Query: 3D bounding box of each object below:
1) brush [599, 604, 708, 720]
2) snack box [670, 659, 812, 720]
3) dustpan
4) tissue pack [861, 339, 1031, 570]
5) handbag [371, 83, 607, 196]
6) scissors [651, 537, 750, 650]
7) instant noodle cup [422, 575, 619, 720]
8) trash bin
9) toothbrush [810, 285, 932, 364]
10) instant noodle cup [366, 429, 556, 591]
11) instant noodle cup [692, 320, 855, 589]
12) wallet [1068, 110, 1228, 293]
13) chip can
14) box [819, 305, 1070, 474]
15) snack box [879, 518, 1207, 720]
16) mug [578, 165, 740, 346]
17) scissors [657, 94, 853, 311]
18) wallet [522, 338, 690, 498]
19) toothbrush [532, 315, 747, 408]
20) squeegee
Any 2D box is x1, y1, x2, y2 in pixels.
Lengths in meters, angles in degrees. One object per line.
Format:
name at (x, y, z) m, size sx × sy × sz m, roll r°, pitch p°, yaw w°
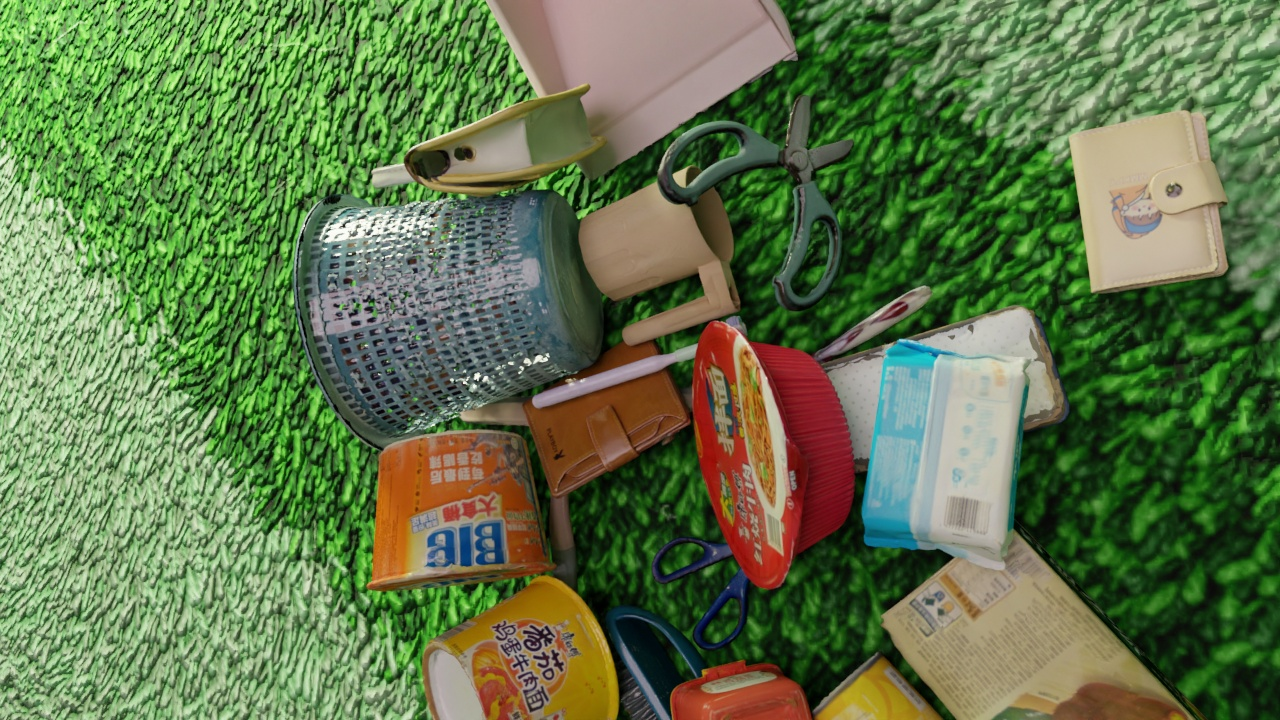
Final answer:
brush at (0.020, 0.255, 0.726) m, size 0.074 × 0.055 × 0.144 m, roll -42°, pitch 67°, yaw 18°
snack box at (0.075, 0.261, 0.658) m, size 0.091 × 0.080 × 0.082 m, roll -9°, pitch 77°, yaw -14°
dustpan at (-0.035, -0.326, 0.777) m, size 0.223 × 0.138 × 0.273 m, roll -31°, pitch 71°, yaw 21°
tissue pack at (0.197, 0.058, 0.591) m, size 0.090 × 0.063 × 0.140 m, roll 7°, pitch 87°, yaw 28°
handbag at (-0.130, -0.171, 0.766) m, size 0.179 × 0.163 × 0.063 m, roll -12°, pitch 106°, yaw 21°
scissors at (0.085, 0.161, 0.729) m, size 0.166 × 0.012 × 0.157 m, roll -5°, pitch 80°, yaw 25°
instant noodle cup at (-0.100, 0.254, 0.726) m, size 0.138 × 0.109 × 0.138 m, roll 22°, pitch 118°, yaw 47°
trash bin at (-0.142, -0.049, 0.773) m, size 0.195 × 0.226 × 0.226 m, roll -11°, pitch 79°, yaw 13°
toothbrush at (0.143, -0.005, 0.716) m, size 0.188 × 0.017 × 0.016 m, roll -34°, pitch 70°, yaw 20°
instant noodle cup at (-0.149, 0.124, 0.751) m, size 0.152 × 0.151 × 0.111 m, roll -15°, pitch 72°, yaw 25°
instant noodle cup at (0.096, 0.063, 0.658) m, size 0.065 × 0.194 × 0.193 m, roll -9°, pitch 77°, yaw -12°
wallet at (0.346, -0.108, 0.622) m, size 0.087 × 0.024 × 0.115 m, roll -8°, pitch 79°, yaw 25°
chip can at (0.213, 0.300, 0.613) m, size 0.072 × 0.072 × 0.213 m, roll -49°, pitch 66°, yaw 13°
box at (0.214, 0.022, 0.656) m, size 0.185 × 0.059 × 0.089 m, roll -16°, pitch 78°, yaw 22°
snack box at (0.281, 0.228, 0.593) m, size 0.115 × 0.063 × 0.240 m, roll -46°, pitch 67°, yaw 15°
mug at (0.018, -0.083, 0.755) m, size 0.104 × 0.084 × 0.124 m, roll -19°, pitch 81°, yaw 26°
scissors at (0.089, -0.127, 0.704) m, size 0.179 × 0.019 × 0.170 m, roll 6°, pitch 88°, yaw -17°
wallet at (-0.027, 0.049, 0.766) m, size 0.131 × 0.035 × 0.119 m, roll -31°, pitch 49°, yaw 9°
toothbrush at (-0.004, 0.004, 0.747) m, size 0.189 × 0.029 × 0.021 m, roll -20°, pitch 90°, yaw 14°
squeegee at (-0.064, 0.149, 0.792) m, size 0.248 × 0.040 × 0.249 m, roll -4°, pitch 83°, yaw 25°
